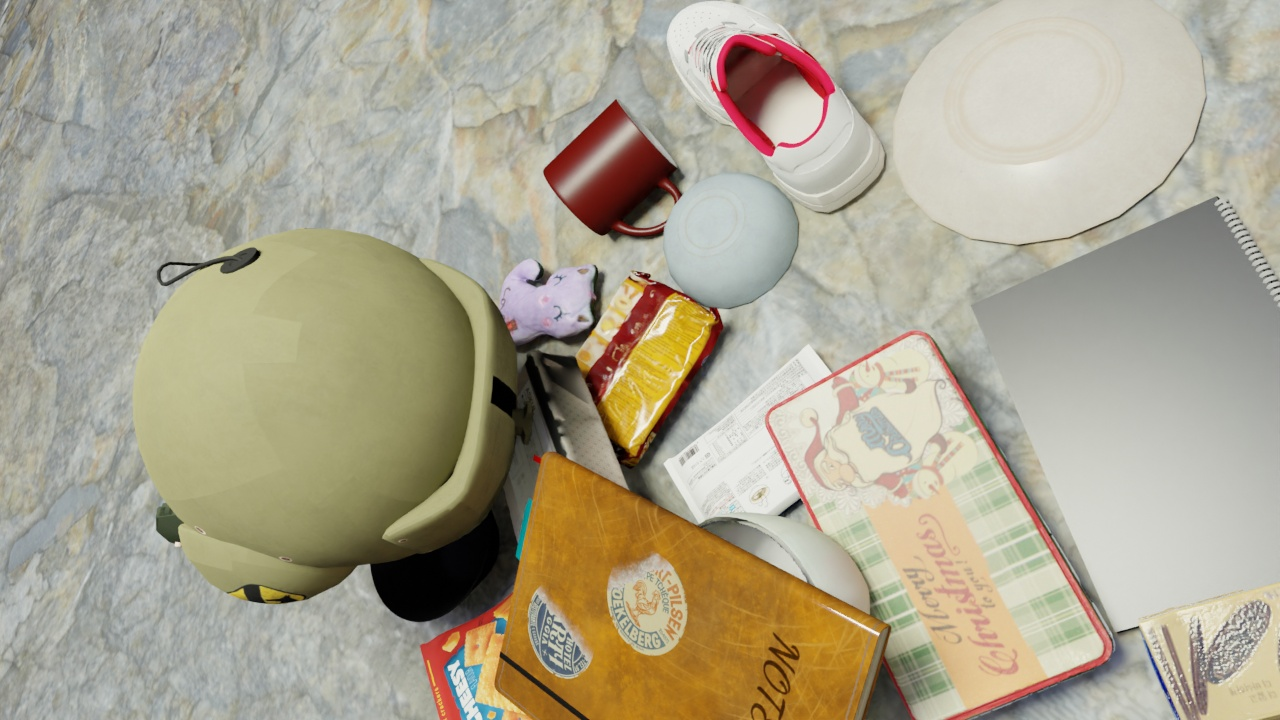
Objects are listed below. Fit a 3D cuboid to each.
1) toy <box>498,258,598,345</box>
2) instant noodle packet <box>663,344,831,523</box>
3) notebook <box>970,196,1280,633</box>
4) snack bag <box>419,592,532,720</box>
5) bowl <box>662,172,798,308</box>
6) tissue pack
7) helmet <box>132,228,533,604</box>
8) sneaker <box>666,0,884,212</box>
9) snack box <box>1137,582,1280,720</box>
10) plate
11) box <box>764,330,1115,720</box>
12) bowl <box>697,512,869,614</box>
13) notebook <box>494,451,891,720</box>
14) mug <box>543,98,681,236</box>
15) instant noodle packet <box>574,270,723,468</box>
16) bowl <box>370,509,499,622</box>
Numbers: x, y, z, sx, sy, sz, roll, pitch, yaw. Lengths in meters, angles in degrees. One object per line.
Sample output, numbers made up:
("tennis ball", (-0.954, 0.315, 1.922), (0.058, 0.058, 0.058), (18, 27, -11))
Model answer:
("toy", (-0.078, -0.052, 0.761), (0.100, 0.036, 0.080), (-12, 66, 30))
("instant noodle packet", (0.085, 0.062, 0.620), (0.134, 0.026, 0.087), (-41, 56, 14))
("notebook", (0.294, 0.026, 0.506), (0.149, 0.016, 0.206), (-26, 60, 24))
("snack bag", (-0.090, 0.231, 0.662), (0.144, 0.039, 0.130), (-37, 57, 17))
("bowl", (0.060, -0.095, 0.681), (0.106, 0.039, 0.106), (-9, 71, 27))
("tissue pack", (-0.050, 0.092, 0.649), (0.104, 0.071, 0.181), (-56, 48, 37))
("helmet", (-0.189, 0.032, 0.602), (0.233, 0.255, 0.250), (-11, 67, 35))
("sneaker", (0.079, -0.214, 0.677), (0.090, 0.104, 0.236), (-40, 56, 14))
("snack box", (0.343, 0.117, 0.415), (0.207, 0.056, 0.057), (-26, 60, 23))
("plate", (0.254, -0.168, 0.595), (0.189, 0.027, 0.188), (-12, 67, 29))
("box", (0.165, 0.093, 0.527), (0.118, 0.050, 0.205), (-31, 68, 21))
("bowl", (0.076, 0.139, 0.514), (0.116, 0.065, 0.116), (4, 96, 46))
("notebook", (0.003, 0.172, 0.515), (0.249, 0.014, 0.178), (21, 104, 39))
("mug", (-0.014, -0.142, 0.740), (0.083, 0.073, 0.105), (-41, 85, 14))
("instant noodle packet", (-0.004, 0.004, 0.691), (0.098, 0.039, 0.135), (33, 91, 38))
("bowl", (-0.150, 0.144, 0.724), (0.124, 0.052, 0.124), (-12, 67, 29))
